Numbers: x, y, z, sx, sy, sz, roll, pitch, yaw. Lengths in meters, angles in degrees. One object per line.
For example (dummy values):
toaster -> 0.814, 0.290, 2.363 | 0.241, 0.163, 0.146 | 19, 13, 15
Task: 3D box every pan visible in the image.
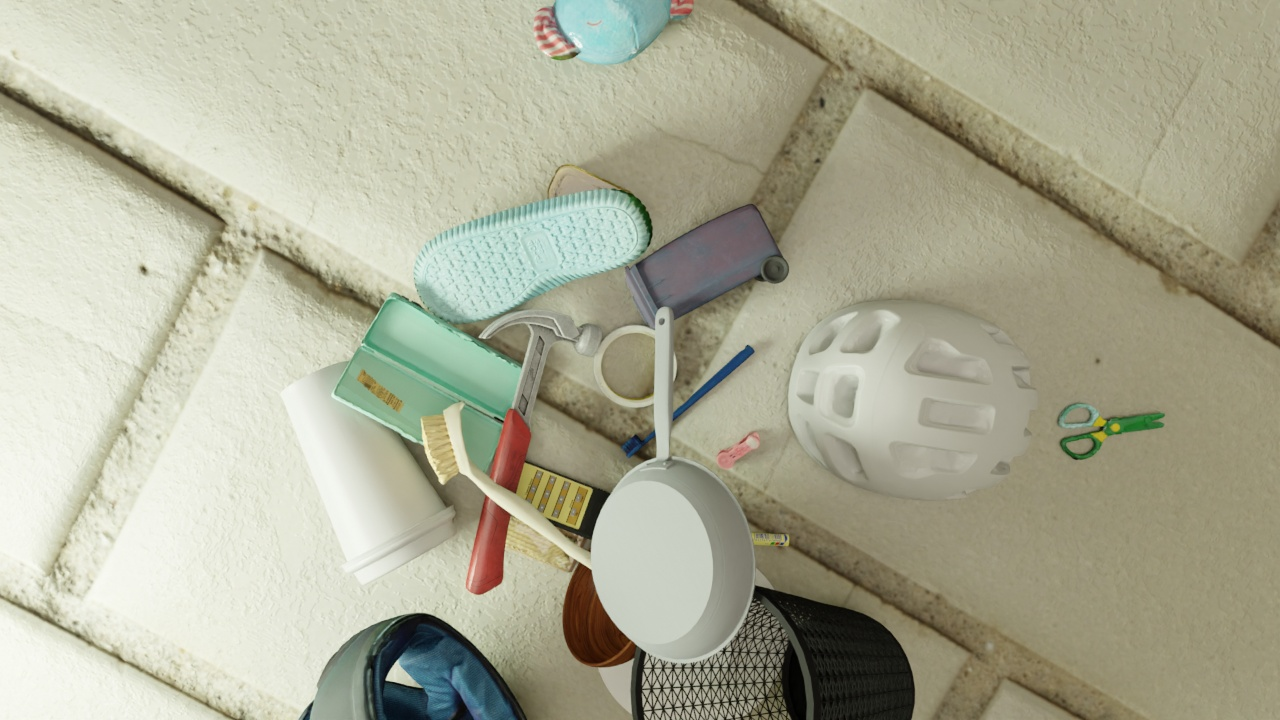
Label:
pan -> 0.020, 0.118, 0.914 | 0.201, 0.050, 0.356 | -10, 80, 40

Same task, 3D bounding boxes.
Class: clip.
clip -> 0.114, 0.103, 1.049 | 0.060, 0.044, 0.023 | -37, 92, -12

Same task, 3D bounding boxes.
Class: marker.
marker -> 0.106, 0.207, 1.068 | 0.132, 0.014, 0.014 | 3, 95, -2

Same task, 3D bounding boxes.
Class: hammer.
hammer -> -0.141, 0.097, 0.999 | 0.126, 0.036, 0.315 | 16, 86, -23

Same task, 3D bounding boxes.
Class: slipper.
slipper -> -0.118, -0.120, 0.982 | 0.277, 0.069, 0.116 | -16, 125, 16

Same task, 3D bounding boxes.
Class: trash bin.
trash bin -> 0.067, -0.096, 1.000 | 0.161, 0.093, 0.092 | -28, 96, 3
trash bin -> 0.152, 0.340, 0.948 | 0.243, 0.217, 0.217 | 16, 96, -45

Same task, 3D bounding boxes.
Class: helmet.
helmet -> 0.317, 0.051, 1.022 | 0.282, 0.184, 0.224 | 13, 99, -24
helmet -> -0.259, 0.439, 0.964 | 0.236, 0.248, 0.316 | -27, 97, 29

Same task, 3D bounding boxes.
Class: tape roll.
tape roll -> -0.006, 0.006, 1.042 | 0.094, 0.019, 0.094 | 0, 96, -3

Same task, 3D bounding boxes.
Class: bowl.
bowl -> -0.014, 0.272, 1.019 | 0.069, 0.147, 0.147 | 30, 94, -34

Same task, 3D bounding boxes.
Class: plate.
plate -> 0.060, 0.330, 1.069 | 0.229, 0.030, 0.229 | 0, 95, -2

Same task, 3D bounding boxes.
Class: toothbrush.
toothbrush -> 0.054, 0.045, 1.050 | 0.190, 0.016, 0.017 | -40, 89, 2

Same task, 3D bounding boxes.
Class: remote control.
remote control -> -0.096, 0.158, 1.042 | 0.133, 0.013, 0.058 | 21, 62, -4

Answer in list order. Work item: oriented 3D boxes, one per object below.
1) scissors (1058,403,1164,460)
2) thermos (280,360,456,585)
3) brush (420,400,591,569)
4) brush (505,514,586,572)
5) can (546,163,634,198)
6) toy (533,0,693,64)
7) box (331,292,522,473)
scissors -> 0.552, 0.071, 1.074 | 0.130, 0.014, 0.071 | -15, 96, 0
thermos -> -0.301, 0.117, 0.995 | 0.131, 0.131, 0.222 | -28, 88, 0
brush -> -0.128, 0.149, 0.961 | 0.077, 0.062, 0.272 | -42, 106, 8
brush -> -0.122, 0.201, 1.046 | 0.117, 0.039, 0.049 | 24, 95, -2
can -> -0.054, -0.174, 1.004 | 0.100, 0.059, 0.054 | 24, 94, -4
toy -> -0.042, -0.403, 0.965 | 0.183, 0.115, 0.180 | -23, 84, -10
box -> -0.222, 0.027, 1.001 | 0.187, 0.057, 0.137 | 32, 82, -18
